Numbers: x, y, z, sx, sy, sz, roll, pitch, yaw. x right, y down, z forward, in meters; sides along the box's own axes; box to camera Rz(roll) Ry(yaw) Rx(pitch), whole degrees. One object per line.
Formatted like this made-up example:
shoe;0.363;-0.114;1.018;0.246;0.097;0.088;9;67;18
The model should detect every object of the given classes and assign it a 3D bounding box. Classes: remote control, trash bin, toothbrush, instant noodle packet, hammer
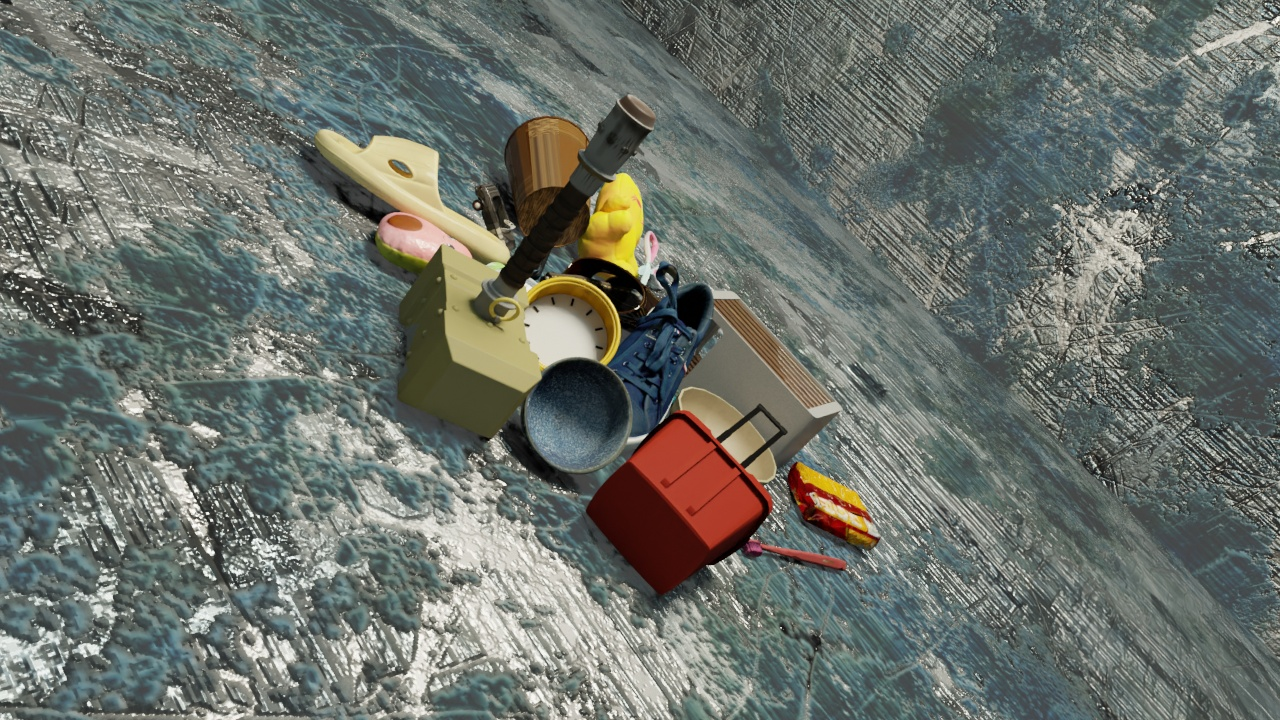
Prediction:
remote control;-0.140;-0.132;1.194;0.150;0.047;0.022;-82;164;-64
trash bin;0.140;0.026;1.244;0.229;0.115;0.114;49;25;18
toothbrush;0.183;0.232;1.077;0.189;0.016;0.016;21;35;-40
instant noodle packet;0.258;0.196;1.225;0.135;0.040;0.098;28;27;-25
hammer;-0.097;-0.105;0.845;0.100;0.326;0.190;27;27;-30

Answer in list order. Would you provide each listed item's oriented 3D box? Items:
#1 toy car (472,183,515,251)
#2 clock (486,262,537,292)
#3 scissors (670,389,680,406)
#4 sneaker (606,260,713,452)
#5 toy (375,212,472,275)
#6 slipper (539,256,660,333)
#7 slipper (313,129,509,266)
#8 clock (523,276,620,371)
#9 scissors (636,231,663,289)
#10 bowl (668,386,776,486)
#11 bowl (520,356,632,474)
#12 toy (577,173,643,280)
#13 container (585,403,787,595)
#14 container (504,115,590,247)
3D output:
toy car;-0.185;-0.182;1.178;0.040;0.037;0.092;-47;121;-68
clock;-0.152;-0.067;1.043;0.119;0.043;0.094;32;29;-5
scissors;0.038;0.047;1.167;0.141;0.019;0.127;11;43;-58
sneaker;0.018;-0.012;1.071;0.120;0.128;0.293;39;41;-2
toy;-0.236;-0.122;1.006;0.110;0.051;0.090;27;20;-20
slipper;-0.030;-0.089;1.229;0.113;0.076;0.267;52;23;25
slipper;-0.251;-0.204;1.072;0.261;0.079;0.111;35;9;-20
clock;-0.084;-0.017;0.982;0.113;0.052;0.151;18;69;-10
scissors;0.018;-0.130;1.411;0.178;0.016;0.103;-76;152;-62
bowl;0.090;0.105;1.112;0.152;0.051;0.152;33;25;-18
bowl;-0.071;0.055;0.917;0.114;0.114;0.061;32;-17;-19
toy;-0.041;-0.193;1.390;0.087;0.135;0.193;-3;31;8
container;0.057;0.128;0.926;0.148;0.127;0.200;47;34;11
container;-0.128;-0.252;1.318;0.132;0.132;0.167;27;33;-29
